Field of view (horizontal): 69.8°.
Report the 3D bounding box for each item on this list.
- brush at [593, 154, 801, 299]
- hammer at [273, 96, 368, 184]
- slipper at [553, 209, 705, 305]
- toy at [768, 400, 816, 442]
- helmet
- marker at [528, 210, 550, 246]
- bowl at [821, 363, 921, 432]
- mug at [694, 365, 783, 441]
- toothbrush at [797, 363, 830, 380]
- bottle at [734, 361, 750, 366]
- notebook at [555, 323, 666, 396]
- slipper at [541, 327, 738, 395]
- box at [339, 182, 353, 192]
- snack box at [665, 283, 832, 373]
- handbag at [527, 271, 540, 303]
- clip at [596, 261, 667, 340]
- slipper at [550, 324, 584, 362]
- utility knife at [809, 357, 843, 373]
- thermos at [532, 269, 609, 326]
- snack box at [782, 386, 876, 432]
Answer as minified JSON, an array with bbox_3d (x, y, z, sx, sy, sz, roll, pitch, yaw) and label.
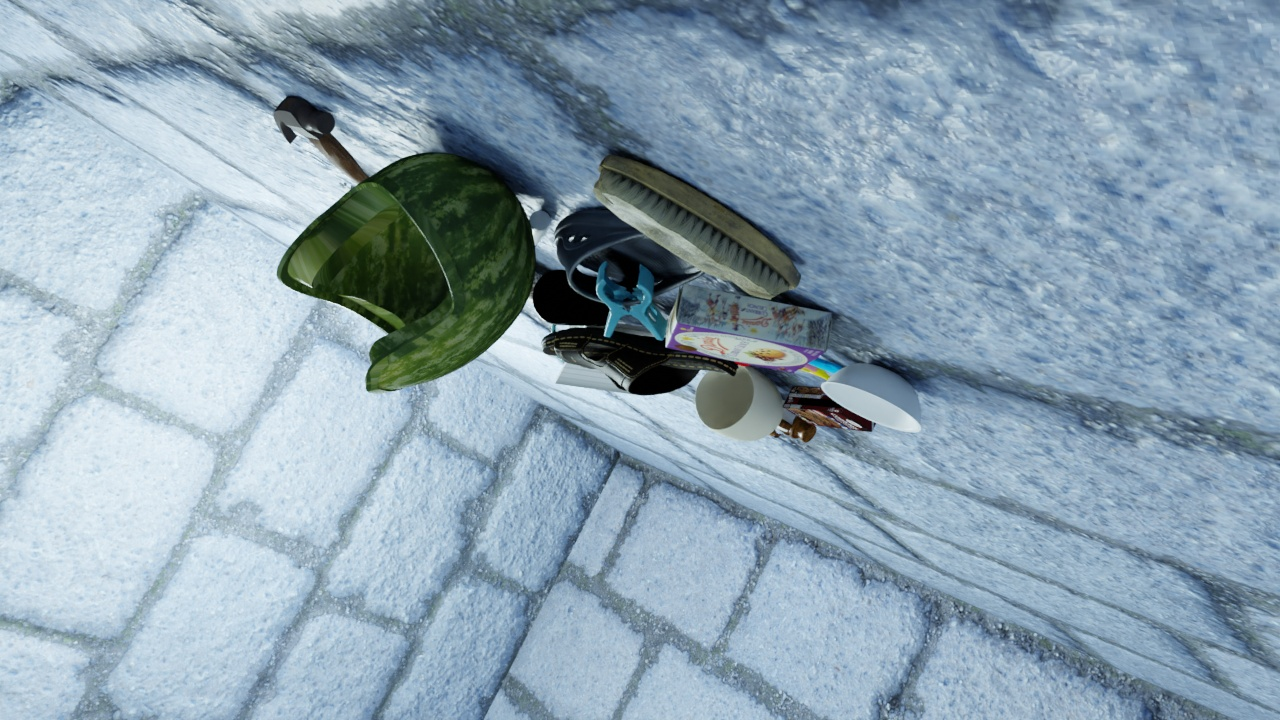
[{"bbox_3d":[0.047,-0.108,0.769,0.195,0.043,0.059,31,171,-9],"label":"brush"},{"bbox_3d":[-0.349,-0.219,1.202,0.115,0.033,0.323,19,159,39],"label":"hammer"},{"bbox_3d":[-0.016,-0.093,0.920,0.110,0.083,0.268,30,169,-25],"label":"slipper"},{"bbox_3d":[0.196,0.083,1.305,0.087,0.067,0.112,15,-164,-48],"label":"toy"},{"bbox_3d":[-0.226,-0.102,0.986,0.213,0.247,0.243,49,-165,14],"label":"helmet"},{"bbox_3d":[-0.128,-0.152,1.082,0.027,0.023,0.133,27,171,-10],"label":"marker"},{"bbox_3d":[0.248,0.031,0.957,0.110,0.040,0.110,27,170,5],"label":"bowl"},{"bbox_3d":[0.136,0.050,1.239,0.099,0.096,0.120,25,-144,-46],"label":"mug"},{"bbox_3d":[0.202,0.012,1.071,0.135,0.016,0.021,23,171,40],"label":"toothbrush"},{"bbox_3d":[0.090,-0.035,1.058,0.119,0.036,0.036,35,168,-34],"label":"bottle"},{"bbox_3d":[-0.029,0.000,1.303,0.142,0.009,0.210,9,154,-14],"label":"notebook"},{"bbox_3d":[-0.007,0.006,1.161,0.268,0.075,0.113,7,170,27],"label":"slipper"},{"bbox_3d":[-0.278,-0.189,1.108,0.166,0.092,0.083,33,-179,-18],"label":"box"},{"bbox_3d":[0.103,-0.030,0.927,0.148,0.040,0.143,11,171,0],"label":"snack box"},{"bbox_3d":[-0.204,-0.139,1.295,0.185,0.047,0.124,37,173,-34],"label":"handbag"},{"bbox_3d":[-0.026,-0.058,0.891,0.114,0.028,0.127,5,156,-1],"label":"clip"},{"bbox_3d":[-0.103,-0.050,1.330,0.054,0.098,0.269,-15,163,-9],"label":"slipper"},{"bbox_3d":[0.139,-0.021,1.014,0.205,0.015,0.031,20,172,-4],"label":"utility knife"},{"bbox_3d":[-0.063,-0.072,1.108,0.061,0.061,0.231,26,-173,11],"label":"thermos"},{"bbox_3d":[0.239,0.060,1.158,0.051,0.031,0.141,31,170,-17],"label":"snack box"}]
